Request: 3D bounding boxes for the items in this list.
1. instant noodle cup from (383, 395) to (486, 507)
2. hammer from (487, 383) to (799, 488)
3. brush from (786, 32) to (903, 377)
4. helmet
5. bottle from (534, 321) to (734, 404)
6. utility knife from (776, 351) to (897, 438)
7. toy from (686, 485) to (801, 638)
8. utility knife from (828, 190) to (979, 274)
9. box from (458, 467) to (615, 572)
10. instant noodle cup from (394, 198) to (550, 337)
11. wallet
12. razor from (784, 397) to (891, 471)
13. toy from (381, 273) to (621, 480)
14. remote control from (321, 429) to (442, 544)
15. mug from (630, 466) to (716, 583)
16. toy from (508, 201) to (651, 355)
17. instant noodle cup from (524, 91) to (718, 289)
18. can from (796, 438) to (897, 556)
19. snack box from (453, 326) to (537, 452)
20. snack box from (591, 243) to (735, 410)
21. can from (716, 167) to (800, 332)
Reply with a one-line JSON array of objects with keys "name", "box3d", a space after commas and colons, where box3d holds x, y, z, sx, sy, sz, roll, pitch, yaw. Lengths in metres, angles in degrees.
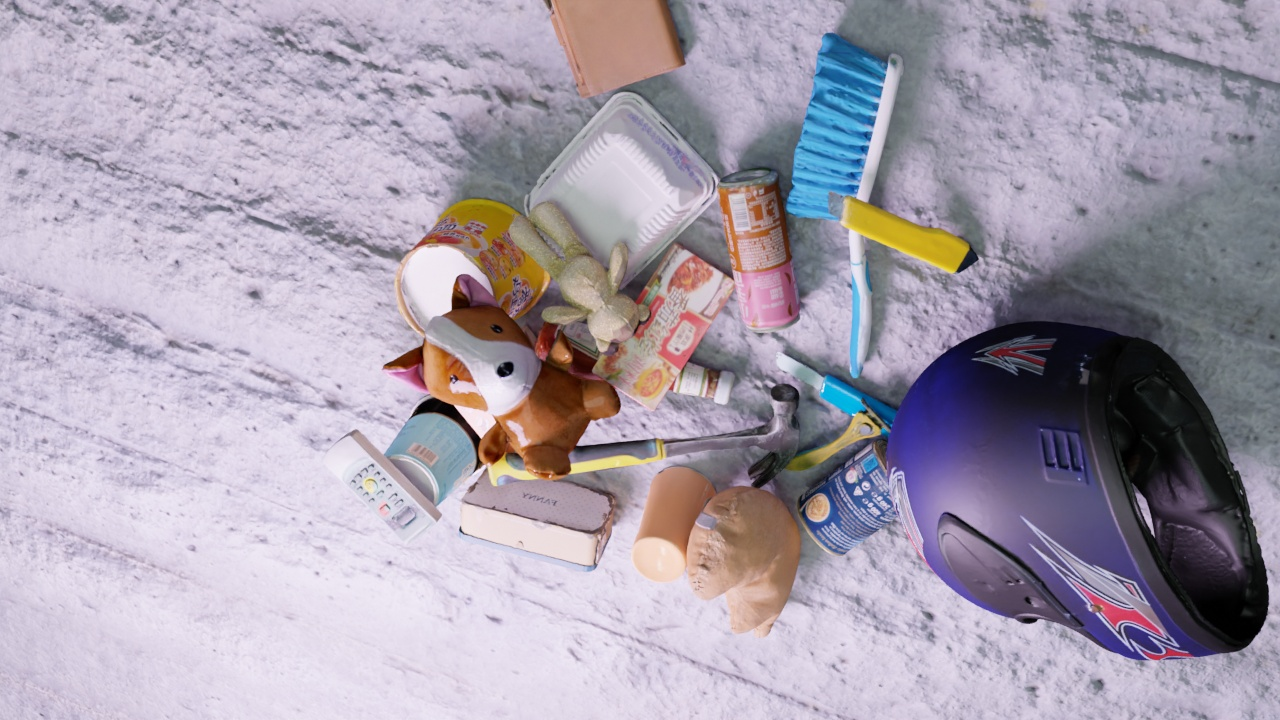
[{"name": "instant noodle cup", "box3d": [-0.239, 0.114, 1.037, 0.111, 0.120, 0.111, 7, 117, 13]}, {"name": "hammer", "box3d": [0.004, 0.097, 0.954, 0.323, 0.031, 0.126, -7, 129, 0]}, {"name": "brush", "box3d": [0.184, -0.128, 0.838, 0.109, 0.060, 0.315, 12, 121, 7]}, {"name": "helmet", "box3d": [0.356, 0.118, 0.802, 0.241, 0.246, 0.315, -18, 115, 51]}, {"name": "bottle", "box3d": [-0.006, 0.006, 0.954, 0.206, 0.059, 0.060, 14, 118, 3]}, {"name": "utility knife", "box3d": [0.222, 0.045, 0.928, 0.198, 0.018, 0.034, 30, 130, 1]}, {"name": "toy", "box3d": [0.126, 0.222, 0.983, 0.082, 0.143, 0.226, 22, 158, 43]}, {"name": "utility knife", "box3d": [0.231, -0.115, 0.814, 0.170, 0.015, 0.033, 18, 109, -22]}, {"name": "box", "box3d": [-0.124, 0.178, 1.055, 0.184, 0.089, 0.060, 11, 119, 13]}, {"name": "instant noodle cup", "box3d": [-0.175, -0.084, 0.928, 0.138, 0.109, 0.138, 6, 116, 13]}, {"name": "wallet", "box3d": [-0.029, -0.311, 0.819, 0.108, 0.031, 0.132, -14, 110, 19]}, {"name": "razor", "box3d": [0.194, 0.086, 0.942, 0.043, 0.028, 0.133, 43, 131, -12]}, {"name": "toy", "box3d": [-0.124, 0.022, 0.852, 0.199, 0.131, 0.140, 42, 75, -17]}, {"name": "remote control", "box3d": [-0.276, 0.135, 0.977, 0.056, 0.019, 0.135, -37, 101, 27]}, {"name": "mug", "box3d": [0.032, 0.179, 0.989, 0.078, 0.122, 0.078, 7, 117, 14]}, {"name": "toy", "box3d": [-0.060, -0.079, 0.863, 0.105, 0.066, 0.157, -42, 97, -14]}, {"name": "instant noodle cup", "box3d": [-0.027, -0.152, 0.881, 0.138, 0.060, 0.174, 44, 117, -8]}, {"name": "can", "box3d": [0.227, 0.140, 0.941, 0.075, 0.075, 0.111, 42, 119, -7]}, {"name": "snack box", "box3d": [-0.136, 0.034, 0.983, 0.077, 0.092, 0.094, -31, 104, 26]}, {"name": "snack box", "box3d": [0.023, -0.033, 0.908, 0.075, 0.025, 0.153, 33, 93, 0]}, {"name": "can", "box3d": [0.112, -0.103, 0.864, 0.058, 0.057, 0.147, -6, 114, 19]}]
